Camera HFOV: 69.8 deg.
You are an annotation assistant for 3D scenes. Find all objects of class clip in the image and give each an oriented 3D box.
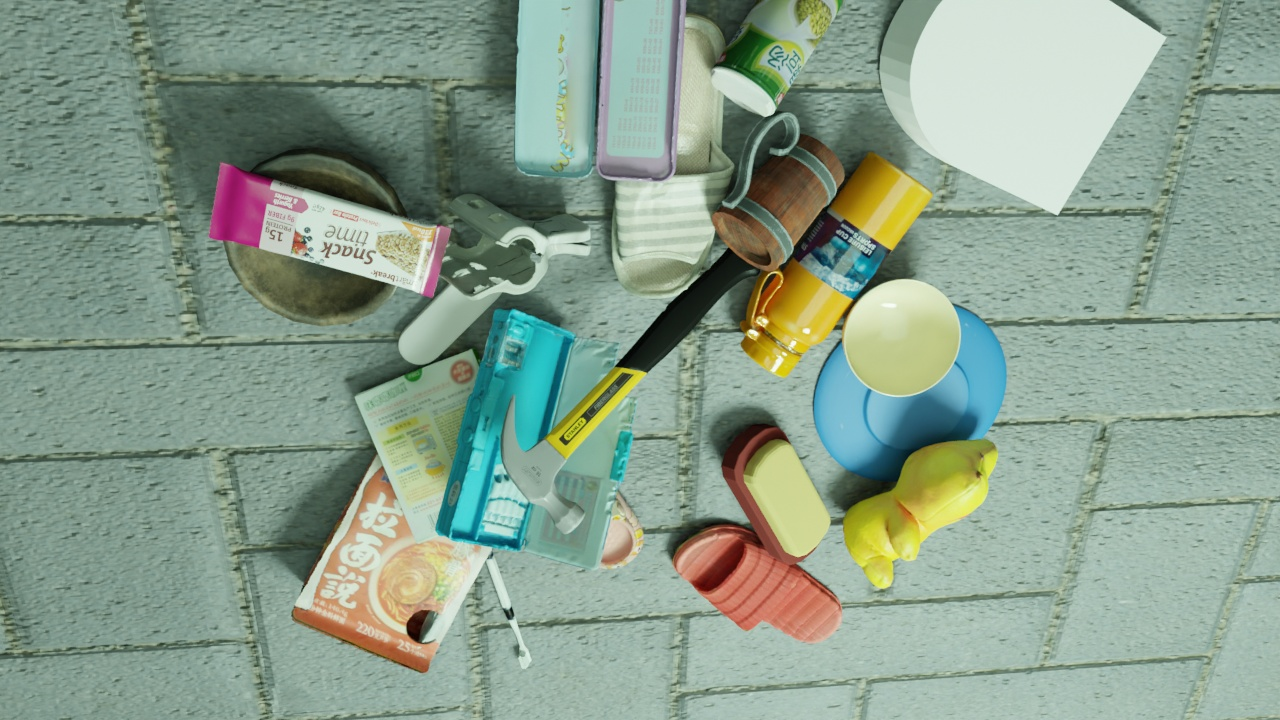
[{"bbox_3d":[-0.120,-0.119,0.849,0.151,0.126,0.105,-30,127,-18],"label":"clip"}]

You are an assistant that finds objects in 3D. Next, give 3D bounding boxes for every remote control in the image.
[{"bbox_3d":[-0.191,-0.048,0.925,0.137,0.013,0.043,-43,112,12],"label":"remote control"}]

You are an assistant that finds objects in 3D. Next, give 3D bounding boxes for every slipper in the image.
[{"bbox_3d":[0.030,-0.186,0.874,0.114,0.054,0.273,2,113,-14],"label":"slipper"},{"bbox_3d":[-0.064,0.167,1.002,0.093,0.081,0.197,-37,115,8],"label":"slipper"},{"bbox_3d":[0.149,0.278,1.092,0.248,0.059,0.104,32,106,-21],"label":"slipper"}]

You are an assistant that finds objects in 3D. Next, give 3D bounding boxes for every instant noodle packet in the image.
[{"bbox_3d":[-0.255,0.207,1.012,0.164,0.084,0.221,29,96,-14],"label":"instant noodle packet"}]

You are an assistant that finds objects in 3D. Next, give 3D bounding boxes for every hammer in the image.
[{"bbox_3d":[-0.005,0.005,0.880,0.127,0.029,0.323,45,77,-4],"label":"hammer"}]

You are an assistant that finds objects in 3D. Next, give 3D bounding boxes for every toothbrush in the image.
[{"bbox_3d":[-0.158,0.289,1.079,0.012,0.017,0.187,-9,115,9],"label":"toothbrush"}]

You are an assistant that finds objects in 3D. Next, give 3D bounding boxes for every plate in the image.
[{"bbox_3d":[0.306,0.044,1.026,0.224,0.024,0.225,-3,114,-6],"label":"plate"}]

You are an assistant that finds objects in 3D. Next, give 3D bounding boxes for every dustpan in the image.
[{"bbox_3d":[0.356,-0.277,0.893,0.257,0.053,0.192,16,111,-26],"label":"dustpan"}]

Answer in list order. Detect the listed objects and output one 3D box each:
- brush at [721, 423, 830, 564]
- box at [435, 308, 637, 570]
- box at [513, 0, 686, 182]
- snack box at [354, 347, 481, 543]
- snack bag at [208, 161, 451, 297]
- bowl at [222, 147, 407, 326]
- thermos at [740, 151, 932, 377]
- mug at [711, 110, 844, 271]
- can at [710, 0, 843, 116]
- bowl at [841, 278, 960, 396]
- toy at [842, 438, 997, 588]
[{"bbox_3d":[0.158,0.152,1.026,0.082,0.042,0.173,-41,116,-22],"label":"brush"},{"bbox_3d":[-0.096,0.078,0.906,0.168,0.087,0.227,15,82,-9],"label":"box"},{"bbox_3d":[-0.036,-0.268,0.810,0.151,0.040,0.214,3,100,-5],"label":"box"},{"bbox_3d":[-0.201,0.088,0.948,0.132,0.027,0.168,-21,94,2],"label":"snack box"},{"bbox_3d":[-0.271,-0.112,0.805,0.196,0.016,0.070,15,113,-14],"label":"snack bag"},{"bbox_3d":[-0.293,-0.118,0.848,0.162,0.070,0.162,-3,114,-6],"label":"bowl"},{"bbox_3d":[0.184,-0.095,0.923,0.091,0.076,0.233,36,107,5],"label":"thermos"},{"bbox_3d":[0.125,-0.163,0.860,0.111,0.081,0.117,-49,131,-10],"label":"mug"},{"bbox_3d":[0.120,-0.284,0.813,0.067,0.067,0.121,33,88,-20],"label":"can"},{"bbox_3d":[0.258,-0.027,0.948,0.118,0.074,0.118,0,99,-3],"label":"bowl"},{"bbox_3d":[0.311,0.158,1.031,0.087,0.134,0.194,45,122,11],"label":"toy"}]
